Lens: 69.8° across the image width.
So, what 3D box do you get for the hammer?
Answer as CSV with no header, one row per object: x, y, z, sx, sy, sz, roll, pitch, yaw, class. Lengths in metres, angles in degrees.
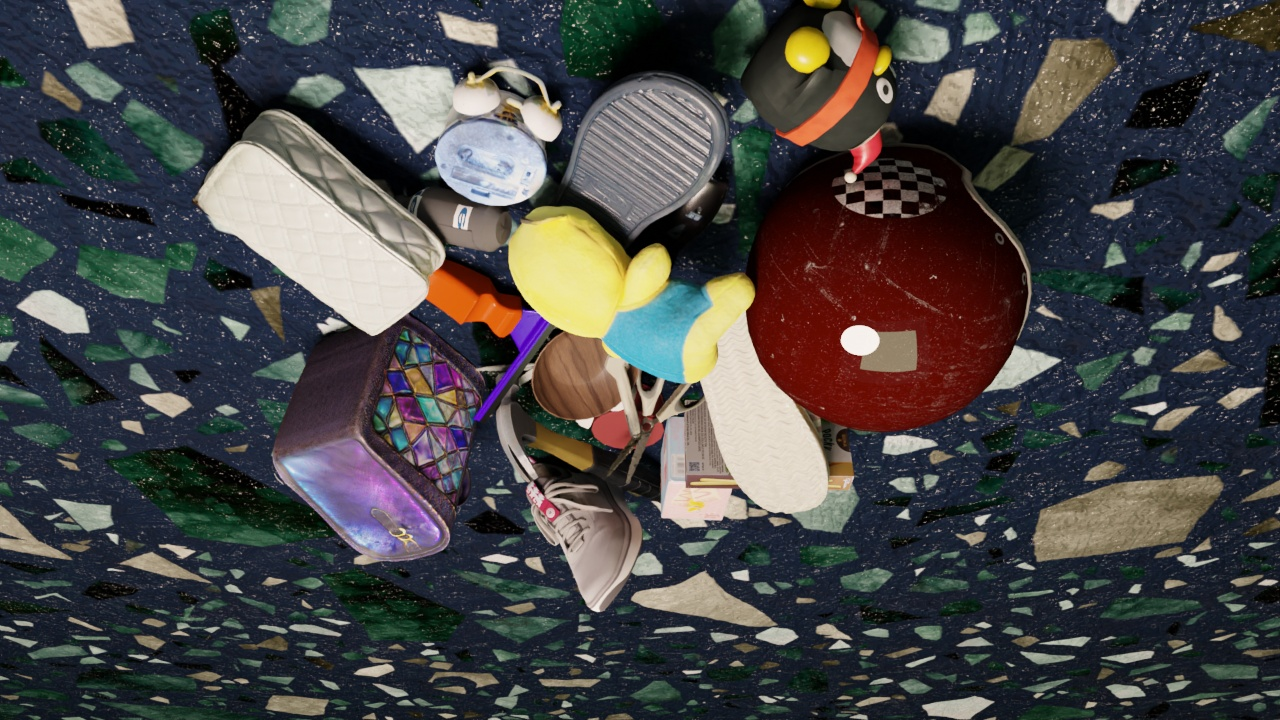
-0.048,0.123,1.094,0.025,0.117,0.332,-27,143,28,hammer

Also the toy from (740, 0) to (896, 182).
0.138,-0.199,0.665,0.119,0.097,0.100,28,149,-20,toy

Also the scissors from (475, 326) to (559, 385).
-0.095,0.009,1.022,0.164,0.014,0.142,15,139,-19,scissors

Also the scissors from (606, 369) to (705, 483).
0.022,0.062,1.025,0.153,0.012,0.163,-13,113,-14,scissors

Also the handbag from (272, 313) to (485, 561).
-0.256,0.086,0.978,0.126,0.204,0.222,-17,134,22,handbag

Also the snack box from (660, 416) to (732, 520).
0.067,0.132,1.117,0.079,0.092,0.095,3,143,-4,snack box

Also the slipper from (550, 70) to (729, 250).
-0.003,-0.165,0.738,0.101,0.082,0.264,33,155,-10,slipper

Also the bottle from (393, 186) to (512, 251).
-0.167,-0.126,0.804,0.112,0.046,0.047,15,147,19,bottle

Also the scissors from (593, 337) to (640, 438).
-0.002,0.004,0.968,0.199,0.015,0.180,7,116,-25,scissors

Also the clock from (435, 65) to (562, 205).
-0.113,-0.181,0.735,0.088,0.051,0.126,16,141,-18,clock

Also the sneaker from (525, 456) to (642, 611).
-0.078,0.196,1.105,0.128,0.263,0.097,28,104,-20,sneaker

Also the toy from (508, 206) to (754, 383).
-0.024,-0.055,0.775,0.214,0.083,0.149,29,149,6,toy

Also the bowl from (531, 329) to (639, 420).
-0.061,0.005,0.976,0.119,0.032,0.119,-11,124,-17,bowl

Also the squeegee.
-0.172,-0.064,0.891,0.184,0.055,0.250,25,119,-26,squeegee

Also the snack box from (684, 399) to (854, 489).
0.145,0.097,1.060,0.186,0.100,0.032,0,143,1,snack box

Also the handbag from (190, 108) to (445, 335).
-0.268,-0.114,0.782,0.195,0.072,0.139,42,136,-23,handbag

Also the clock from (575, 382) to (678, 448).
-0.022,0.059,1.062,0.087,0.044,0.124,-30,133,35,clock

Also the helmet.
0.205,-0.058,0.778,0.234,0.252,0.234,10,134,2,helmet

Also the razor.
0.027,-0.113,0.811,0.053,0.063,0.141,18,141,-23,razor

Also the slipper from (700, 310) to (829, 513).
0.128,0.043,0.970,0.115,0.052,0.263,-17,111,19,slipper
